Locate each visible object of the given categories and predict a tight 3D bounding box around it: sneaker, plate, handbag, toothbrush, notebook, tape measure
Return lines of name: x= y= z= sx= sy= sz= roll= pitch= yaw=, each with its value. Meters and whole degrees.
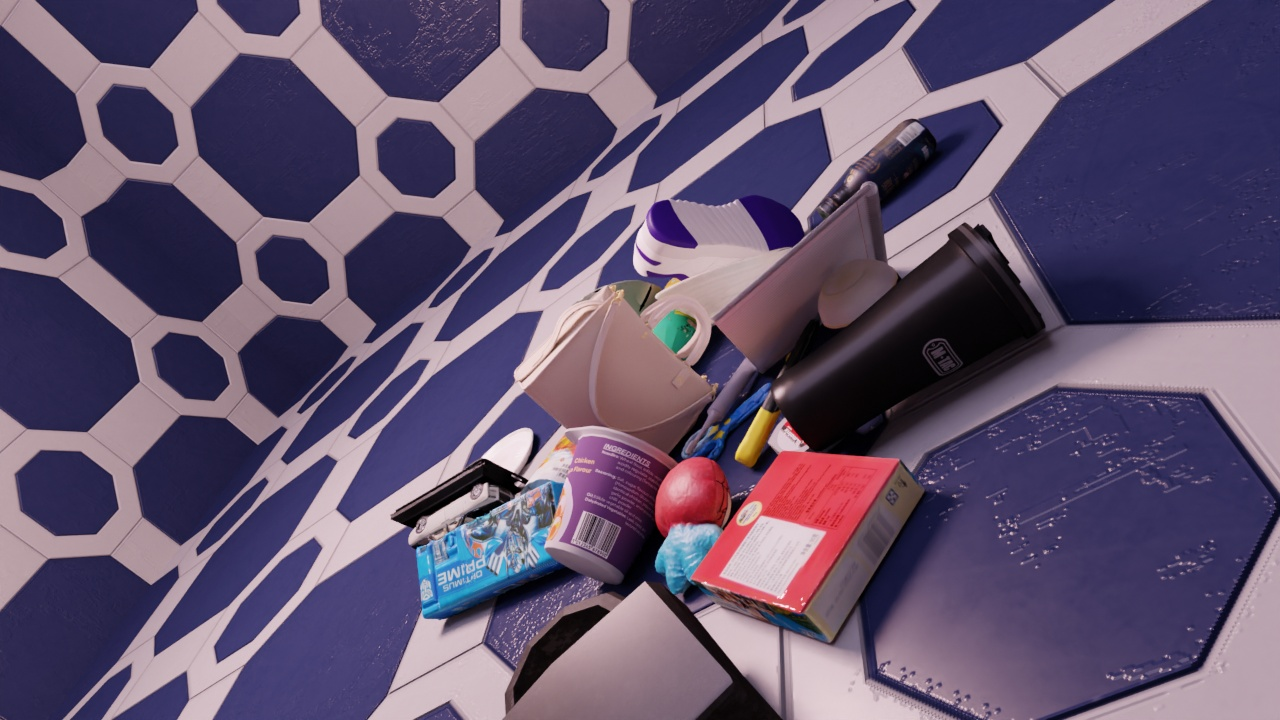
sneaker: x=0.096 y=-0.144 z=1.179 sx=0.111 sy=0.243 sz=0.091 roll=-50 pitch=52 yaw=49
plate: x=-0.212 y=0.161 z=1.345 sx=0.157 sy=0.014 sz=0.156 roll=-37 pitch=21 yaw=16
handbag: x=-0.006 y=0.006 z=1.008 sx=0.198 sy=0.194 sz=0.101 roll=-46 pitch=21 yaw=0
handbag: x=-0.027 y=0.261 z=0.673 sx=0.197 sy=0.102 sz=0.199 roll=-44 pitch=36 yaw=-3
toothbrush: x=0.096 y=0.037 z=0.987 sx=0.187 sy=0.018 sz=0.019 roll=-50 pitch=7 yaw=-36
notebook: x=0.165 y=-0.068 z=0.889 sx=0.178 sy=0.013 sz=0.245 roll=-41 pitch=-20 yaw=6
tape measure: x=0.153 y=0.069 z=0.841 sx=0.062 sy=0.020 sz=0.060 roll=-42 pitch=26 yaw=1

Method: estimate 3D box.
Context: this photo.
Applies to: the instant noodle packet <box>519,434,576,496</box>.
instant noodle packet: x=-0.058 y=0.085 z=1.163 sx=0.147 sy=0.057 sz=0.268 roll=-23 pitch=23 yaw=39

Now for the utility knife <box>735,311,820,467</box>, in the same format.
utility knife: x=0.142 y=0.018 z=0.893 sx=0.187 sy=0.020 sz=0.029 roll=-61 pitch=-21 yaw=-8

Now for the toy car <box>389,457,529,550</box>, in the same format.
toy car: x=-0.243 y=0.211 z=1.232 sx=0.192 sy=0.094 sz=0.071 roll=-31 pitch=48 yaw=26

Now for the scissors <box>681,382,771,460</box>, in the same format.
scissors: x=0.095 y=0.069 z=0.963 sx=0.131 sy=0.022 sz=0.070 roll=-36 pitch=19 yaw=8

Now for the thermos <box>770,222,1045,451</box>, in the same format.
thermos: x=0.217 y=-0.013 z=0.761 sx=0.219 sy=0.106 sz=0.105 roll=-37 pitch=21 yaw=15

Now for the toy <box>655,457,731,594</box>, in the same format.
toy: x=0.048 y=0.147 z=0.834 sx=0.092 sy=0.062 sz=0.132 roll=128 pitch=153 yaw=-46

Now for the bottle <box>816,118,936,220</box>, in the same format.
bottle: x=0.288 y=-0.227 z=1.126 sx=0.161 sy=0.056 sz=0.056 roll=-42 pitch=20 yaw=2

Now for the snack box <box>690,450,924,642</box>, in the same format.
snack box: x=0.128 y=0.138 z=0.723 sx=0.142 sy=0.040 sz=0.145 roll=-51 pitch=21 yaw=-21

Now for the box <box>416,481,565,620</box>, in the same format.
box: x=-0.153 y=0.227 z=1.067 sx=0.244 sy=0.085 sz=0.091 roll=-29 pitch=61 yaw=32

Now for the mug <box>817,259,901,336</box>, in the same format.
mug: x=0.210 y=-0.047 z=0.867 sx=0.085 sy=0.089 sz=0.112 roll=-46 pitch=20 yaw=-8

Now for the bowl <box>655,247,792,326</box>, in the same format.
bowl: x=0.110 y=-0.081 z=1.114 sx=0.176 sy=0.058 sz=0.176 roll=-19 pitch=-1 yaw=-1

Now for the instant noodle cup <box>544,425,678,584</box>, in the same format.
instant noodle cup: x=-0.039 y=0.146 z=0.912 sx=0.137 sy=0.122 sz=0.121 roll=18 pitch=66 yaw=17

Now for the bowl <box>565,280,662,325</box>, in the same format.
bowl: x=-0.029 y=-0.026 z=1.252 sx=0.174 sy=0.174 sz=0.068 roll=-38 pitch=57 yaw=13

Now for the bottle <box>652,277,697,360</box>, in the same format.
bottle: x=0.044 y=-0.030 z=1.171 sx=0.068 sy=0.068 sz=0.209 roll=-30 pitch=24 yaw=32
